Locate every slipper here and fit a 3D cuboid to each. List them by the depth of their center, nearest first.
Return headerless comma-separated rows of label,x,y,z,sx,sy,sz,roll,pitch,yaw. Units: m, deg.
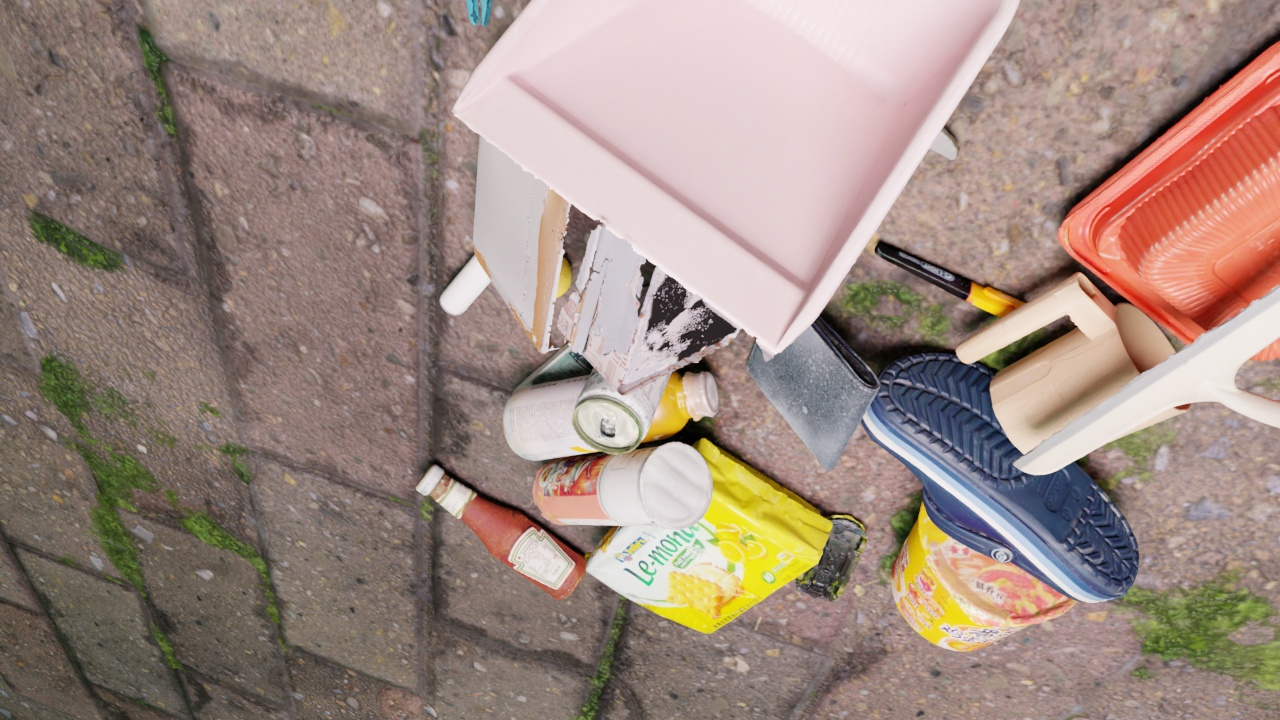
slipper,0.272,0.093,0.718,0.253,0.104,0.095,39,142,-2

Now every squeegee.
squeegee,0.412,0.028,0.573,0.246,0.039,0.247,7,142,-28

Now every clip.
clip,-0.110,-0.255,0.625,0.050,0.015,0.057,13,132,8

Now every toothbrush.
toothbrush,-0.105,-0.104,0.750,0.026,0.026,0.222,21,139,-29

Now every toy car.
toy car,0.186,0.189,0.895,0.048,0.032,0.105,18,123,6

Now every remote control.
remote control,-0.065,0.019,0.849,0.056,0.019,0.135,39,132,-16

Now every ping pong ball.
ping pong ball,-0.077,-0.070,0.759,0.040,0.040,0.040,11,133,12

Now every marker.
marker,0.227,-0.057,0.666,0.124,0.018,0.015,25,135,0

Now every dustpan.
dustpan,0.066,-0.182,0.474,0.222,0.272,0.139,34,152,3

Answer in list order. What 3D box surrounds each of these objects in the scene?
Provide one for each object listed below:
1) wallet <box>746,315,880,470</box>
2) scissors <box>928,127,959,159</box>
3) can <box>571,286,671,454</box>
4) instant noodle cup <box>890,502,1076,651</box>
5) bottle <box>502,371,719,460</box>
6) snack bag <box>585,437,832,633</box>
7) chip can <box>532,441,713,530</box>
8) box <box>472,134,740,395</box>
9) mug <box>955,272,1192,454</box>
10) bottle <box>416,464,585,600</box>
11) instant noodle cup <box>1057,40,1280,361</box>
wallet,0.129,0.013,0.719,0.121,0.019,0.097,55,145,32
scissors,0.150,-0.197,0.572,0.170,0.019,0.179,31,133,-5
can,-0.004,0.004,0.723,0.058,0.146,0.058,11,133,12
instant noodle cup,0.283,0.177,0.780,0.138,0.137,0.110,20,142,4
bottle,-0.026,0.043,0.796,0.190,0.067,0.068,-11,125,22
snack bag,0.061,0.180,0.910,0.158,0.068,0.247,32,134,-9
chip can,-0.024,0.117,0.836,0.071,0.071,0.215,43,153,-18
box,-0.021,-0.106,0.659,0.193,0.156,0.184,48,141,26
mug,0.303,0.007,0.650,0.124,0.084,0.104,40,134,-12
bottle,-0.154,0.186,1.009,0.206,0.059,0.060,37,133,-9
instant noodle cup,0.376,-0.079,0.545,0.164,0.078,0.189,31,130,-12
